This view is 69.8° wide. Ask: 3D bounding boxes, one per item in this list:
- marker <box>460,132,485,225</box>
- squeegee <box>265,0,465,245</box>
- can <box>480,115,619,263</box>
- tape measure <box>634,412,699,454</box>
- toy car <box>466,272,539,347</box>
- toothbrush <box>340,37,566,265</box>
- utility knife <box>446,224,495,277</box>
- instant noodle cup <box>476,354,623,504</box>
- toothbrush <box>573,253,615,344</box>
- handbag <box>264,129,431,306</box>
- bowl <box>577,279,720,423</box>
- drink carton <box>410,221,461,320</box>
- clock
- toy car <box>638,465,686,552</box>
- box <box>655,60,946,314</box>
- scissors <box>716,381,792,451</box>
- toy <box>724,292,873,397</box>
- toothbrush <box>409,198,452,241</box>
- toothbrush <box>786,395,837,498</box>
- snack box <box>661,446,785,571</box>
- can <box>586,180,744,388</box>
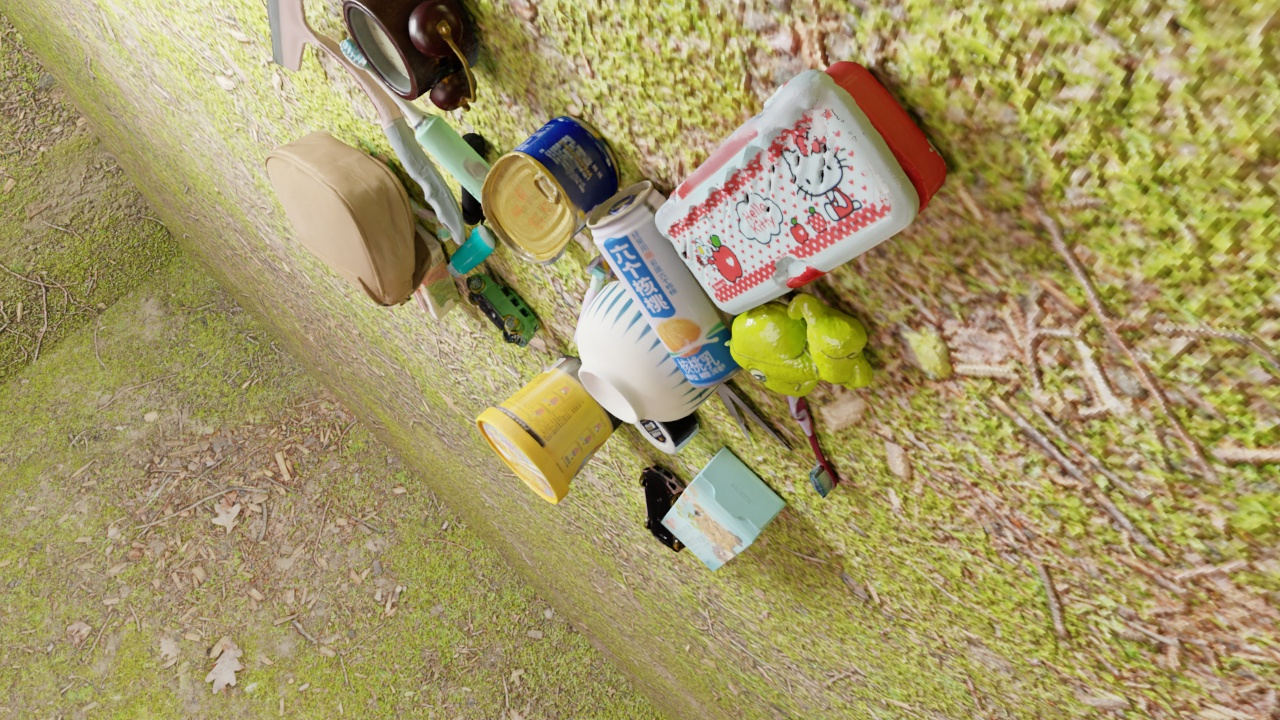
[{"bbox_3d":[-0.142,-0.150,0.778,0.022,0.020,0.132,31,159,1],"label":"marker"},{"bbox_3d":[-0.225,-0.208,0.797,0.249,0.040,0.248,52,163,-12],"label":"squeegee"},{"bbox_3d":[-0.065,-0.117,0.646,0.074,0.049,0.148,48,160,-7],"label":"can"},{"bbox_3d":[0.019,0.050,0.820,0.066,0.033,0.066,55,160,-17],"label":"tape measure"},{"bbox_3d":[-0.141,-0.053,0.933,0.091,0.036,0.043,45,161,0],"label":"toy car"},{"bbox_3d":[-0.140,-0.156,0.701,0.224,0.026,0.027,45,159,-24],"label":"toothbrush"},{"bbox_3d":[-0.174,-0.107,0.928,0.029,0.013,0.187,52,157,-10],"label":"utility knife"},{"bbox_3d":[-0.087,0.065,0.937,0.118,0.114,0.119,39,159,17],"label":"instant noodle cup"},{"bbox_3d":[-0.041,-0.046,0.779,0.189,0.029,0.021,119,146,-71],"label":"toothbrush"},{"bbox_3d":[-0.290,-0.150,0.928,0.204,0.099,0.148,33,144,39],"label":"handbag"},{"bbox_3d":[-0.004,0.004,0.690,0.116,0.066,0.117,37,160,16],"label":"bowl"},{"bbox_3d":[-0.245,-0.098,1.038,0.053,0.045,0.123,38,159,17],"label":"drink carton"},{"bbox_3d":[-0.146,-0.214,0.611,0.122,0.055,0.082,40,159,24],"label":"clock"},{"bbox_3d":[0.031,0.161,1.007,0.056,0.037,0.122,28,141,34],"label":"toy car"},{"bbox_3d":[0.066,-0.077,0.469,0.086,0.046,0.201,48,160,-5],"label":"box"},{"bbox_3d":[0.051,0.003,0.704,0.178,0.014,0.159,35,159,22],"label":"scissors"},{"bbox_3d":[0.094,-0.009,0.557,0.100,0.031,0.097,17,145,35],"label":"toy"},{"bbox_3d":[-0.250,-0.167,0.961,0.190,0.029,0.020,31,-164,39],"label":"toothbrush"},{"bbox_3d":[0.106,0.033,0.638,0.016,0.017,0.188,24,150,47],"label":"toothbrush"},{"bbox_3d":[0.073,0.145,0.865,0.074,0.051,0.175,42,159,9],"label":"snack box"},{"bbox_3d":[0.021,-0.048,0.599,0.134,0.053,0.053,55,158,-23],"label":"can"}]
